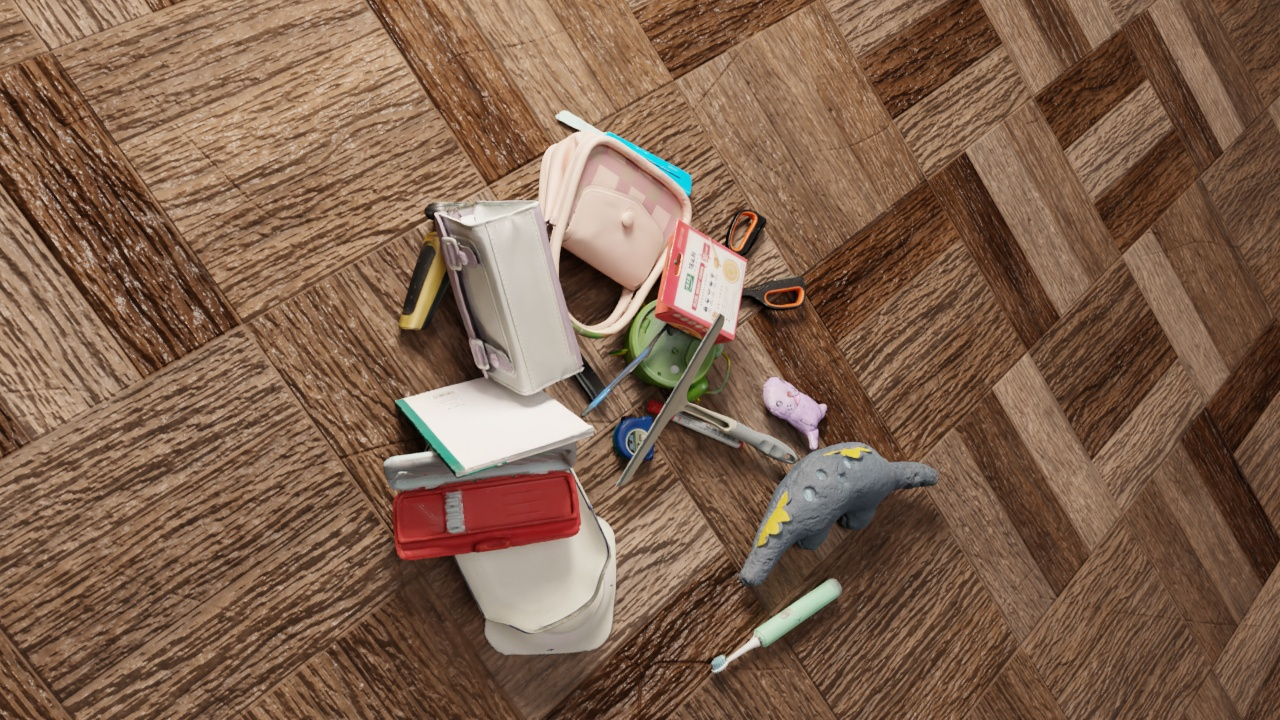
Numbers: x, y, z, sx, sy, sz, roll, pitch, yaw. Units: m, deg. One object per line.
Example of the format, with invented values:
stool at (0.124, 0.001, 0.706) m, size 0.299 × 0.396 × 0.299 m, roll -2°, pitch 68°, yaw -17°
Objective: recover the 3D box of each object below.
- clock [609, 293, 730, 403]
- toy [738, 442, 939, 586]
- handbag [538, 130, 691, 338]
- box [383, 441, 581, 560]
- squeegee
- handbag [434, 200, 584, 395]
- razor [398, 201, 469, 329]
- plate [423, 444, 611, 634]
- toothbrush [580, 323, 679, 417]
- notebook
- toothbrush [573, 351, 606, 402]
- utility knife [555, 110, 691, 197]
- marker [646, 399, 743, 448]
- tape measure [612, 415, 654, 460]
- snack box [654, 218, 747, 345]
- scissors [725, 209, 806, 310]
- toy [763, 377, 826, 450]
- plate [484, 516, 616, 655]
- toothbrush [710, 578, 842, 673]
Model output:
clock at (0.048, -0.012, 1.183) m, size 0.161 × 0.056 × 0.116 m, roll 29°, pitch 72°, yaw -16°
toy at (0.267, 0.183, 1.248) m, size 0.355 × 0.091 × 0.138 m, roll -19°, pitch 102°, yaw -26°
handbag at (-0.047, -0.140, 1.119) m, size 0.193 × 0.094 × 0.234 m, roll 29°, pitch 71°, yaw -40°
box at (-0.164, 0.144, 0.973) m, size 0.201 × 0.100 × 0.112 m, roll -6°, pitch 76°, yaw -11°
squeegee at (0.115, 0.086, 1.189) m, size 0.246 × 0.039 × 0.246 m, roll 26°, pitch 98°, yaw -34°
handbag at (-0.155, -0.074, 1.016) m, size 0.098 × 0.145 × 0.197 m, roll -24°, pitch 113°, yaw -27°
razor at (-0.241, -0.111, 1.062) m, size 0.067 × 0.062 × 0.167 m, roll 34°, pitch 69°, yaw -53°
plate at (-0.144, 0.174, 1.040) m, size 0.161 × 0.034 × 0.265 m, roll -26°, pitch 81°, yaw -15°
toothbrush at (-0.007, 0.007, 1.118) m, size 0.189 × 0.014 × 0.016 m, roll -46°, pitch 116°, yaw -22°
notebook at (-0.163, 0.060, 0.989) m, size 0.150 × 0.209 × 0.012 m, roll -16°, pitch 115°, yaw -26°
toothbrush at (-0.110, -0.039, 1.131) m, size 0.212 × 0.027 × 0.026 m, roll 54°, pitch 19°, yaw -7°
utility knife at (-0.020, -0.278, 1.223) m, size 0.209 × 0.018 × 0.034 m, roll 25°, pitch 71°, yaw -20°
marker at (0.074, 0.085, 1.206) m, size 0.145 × 0.017 × 0.017 m, roll 24°, pitch 71°, yaw -22°
tape measure at (-0.009, 0.099, 1.157) m, size 0.054 × 0.025 × 0.058 m, roll 0°, pitch 84°, yaw -25°
snack box at (0.068, -0.095, 1.135) m, size 0.127 × 0.044 × 0.113 m, roll 25°, pitch 68°, yaw -35°
scissors at (0.133, -0.110, 1.271) m, size 0.220 × 0.022 × 0.230 m, roll 10°, pitch 79°, yaw -21°
toy at (0.210, 0.066, 1.263) m, size 0.108 × 0.039 × 0.083 m, roll 37°, pitch 46°, yaw -18°
plate at (-0.099, 0.261, 1.078) m, size 0.163 × 0.034 × 0.164 m, roll 6°, pitch 78°, yaw -25°
toothbrush at (0.180, 0.350, 1.208) m, size 0.224 × 0.026 × 0.027 m, roll -25°, pitch 114°, yaw -28°
